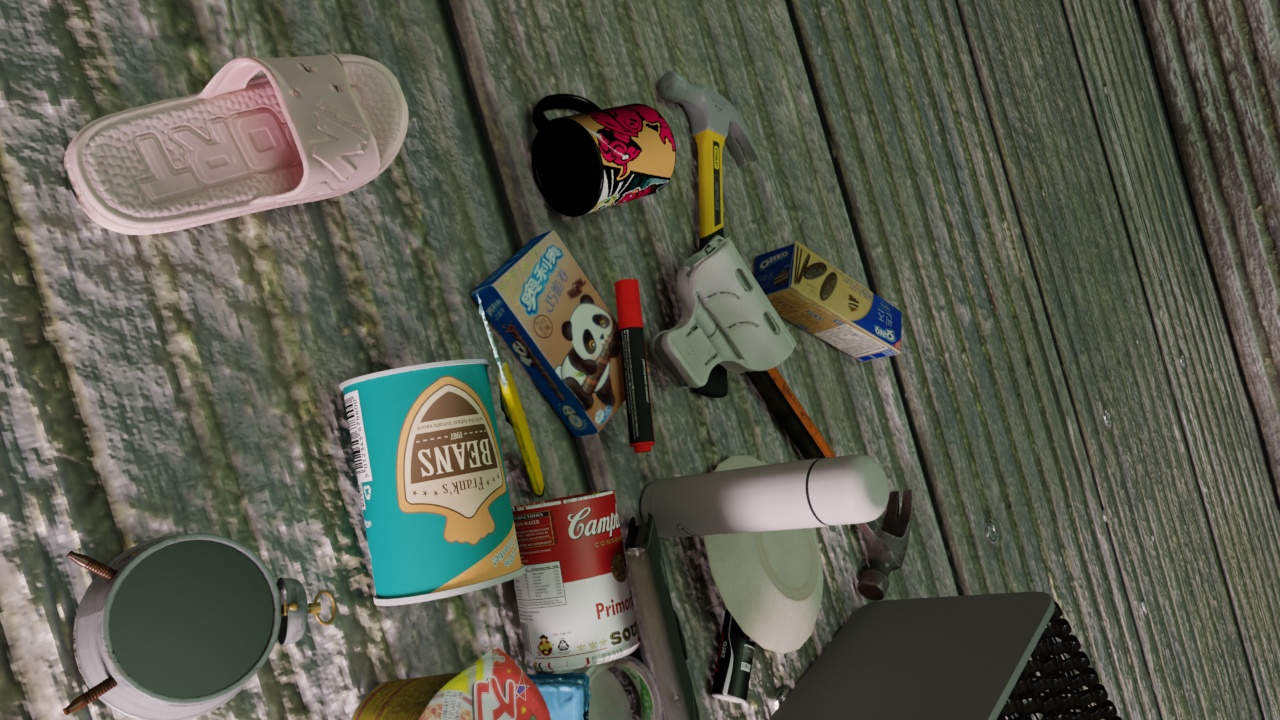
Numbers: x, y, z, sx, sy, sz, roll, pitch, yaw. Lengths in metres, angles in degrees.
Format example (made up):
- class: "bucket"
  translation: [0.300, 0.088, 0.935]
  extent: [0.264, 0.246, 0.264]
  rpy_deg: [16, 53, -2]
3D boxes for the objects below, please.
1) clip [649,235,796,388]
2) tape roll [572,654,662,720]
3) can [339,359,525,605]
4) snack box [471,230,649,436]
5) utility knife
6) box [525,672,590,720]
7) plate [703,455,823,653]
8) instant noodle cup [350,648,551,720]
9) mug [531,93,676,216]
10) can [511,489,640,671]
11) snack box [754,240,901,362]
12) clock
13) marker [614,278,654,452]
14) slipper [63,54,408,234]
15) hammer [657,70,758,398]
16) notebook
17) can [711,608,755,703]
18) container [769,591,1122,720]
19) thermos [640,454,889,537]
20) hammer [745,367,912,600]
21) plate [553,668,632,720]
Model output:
- class: "clip"
  translation: [0.081, -0.039, 0.841]
  extent: [0.126, 0.099, 0.151]
  rpy_deg: [55, 45, -12]
- class: "tape roll"
  translation: [-0.022, 0.271, 0.696]
  extent: [0.093, 0.018, 0.093]
  rpy_deg: [13, 71, -41]
- class: "can"
  translation: [-0.139, 0.079, 0.614]
  extent: [0.099, 0.099, 0.144]
  rpy_deg: [-6, 84, -44]
- class: "snack box"
  translation: [-0.062, -0.022, 0.759]
  extent: [0.151, 0.034, 0.087]
  rpy_deg: [56, 47, -18]
- class: "utility knife"
  translation: [-0.089, 0.031, 0.647]
  extent: [0.019, 0.218, 0.030]
  rpy_deg: [-14, 50, -9]
- class: "box"
  translation: [-0.078, 0.332, 0.613]
  extent: [0.093, 0.054, 0.231]
  rpy_deg: [2, 78, -7]
- class: "plate"
  translation: [0.127, 0.177, 0.868]
  extent: [0.188, 0.027, 0.188]
  rpy_deg: [29, 49, -40]
- class: "instant noodle cup"
  translation: [-0.128, 0.241, 0.574]
  extent: [0.100, 0.113, 0.100]
  rpy_deg: [14, 70, -42]
- class: "mug"
  translation: [-0.043, -0.188, 0.799]
  extent: [0.098, 0.082, 0.118]
  rpy_deg: [-26, 70, -44]
- class: "can"
  translation: [-0.052, 0.162, 0.685]
  extent: [0.086, 0.087, 0.116]
  rpy_deg: [-4, 82, -44]
- class: "snack box"
  translation: [0.211, -0.061, 1.017]
  extent: [0.206, 0.056, 0.057]
  rpy_deg: [24, 62, -38]
- class: "clock"
  translation: [-0.245, 0.148, 0.525]
  extent: [0.147, 0.056, 0.103]
  rpy_deg: [5, 67, -38]
- class: "marker"
  translation: [-0.005, 0.004, 0.769]
  extent: [0.023, 0.021, 0.145]
  rpy_deg: [27, 56, -73]
- class: "slipper"
  translation: [-0.242, -0.148, 0.600]
  extent: [0.238, 0.065, 0.094]
  rpy_deg: [-33, 103, -42]
- class: "hammer"
  translation: [0.071, -0.122, 0.920]
  extent: [0.127, 0.029, 0.323]
  rpy_deg: [12, 72, -41]
- class: "notebook"
  translation: [0.023, 0.231, 0.713]
  extent: [0.169, 0.029, 0.209]
  rpy_deg: [53, 26, -88]
- class: "can"
  translation: [0.086, 0.265, 0.830]
  extent: [0.031, 0.032, 0.080]
  rpy_deg: [32, 59, -34]
- class: "container"
  translation: [0.300, 0.386, 0.858]
  extent: [0.246, 0.246, 0.243]
  rpy_deg: [-32, 98, -44]
- class: "thermos"
  translation: [0.094, 0.112, 0.741]
  extent: [0.052, 0.225, 0.052]
  rpy_deg: [13, 70, -41]
- class: "hammer"
  translation: [0.200, 0.098, 0.981]
  extent: [0.314, 0.035, 0.137]
  rpy_deg: [54, 49, -19]
- class: "plate"
  translation: [-0.053, 0.282, 0.697]
  extent: [0.104, 0.026, 0.104]
  rpy_deg: [13, 71, -40]
